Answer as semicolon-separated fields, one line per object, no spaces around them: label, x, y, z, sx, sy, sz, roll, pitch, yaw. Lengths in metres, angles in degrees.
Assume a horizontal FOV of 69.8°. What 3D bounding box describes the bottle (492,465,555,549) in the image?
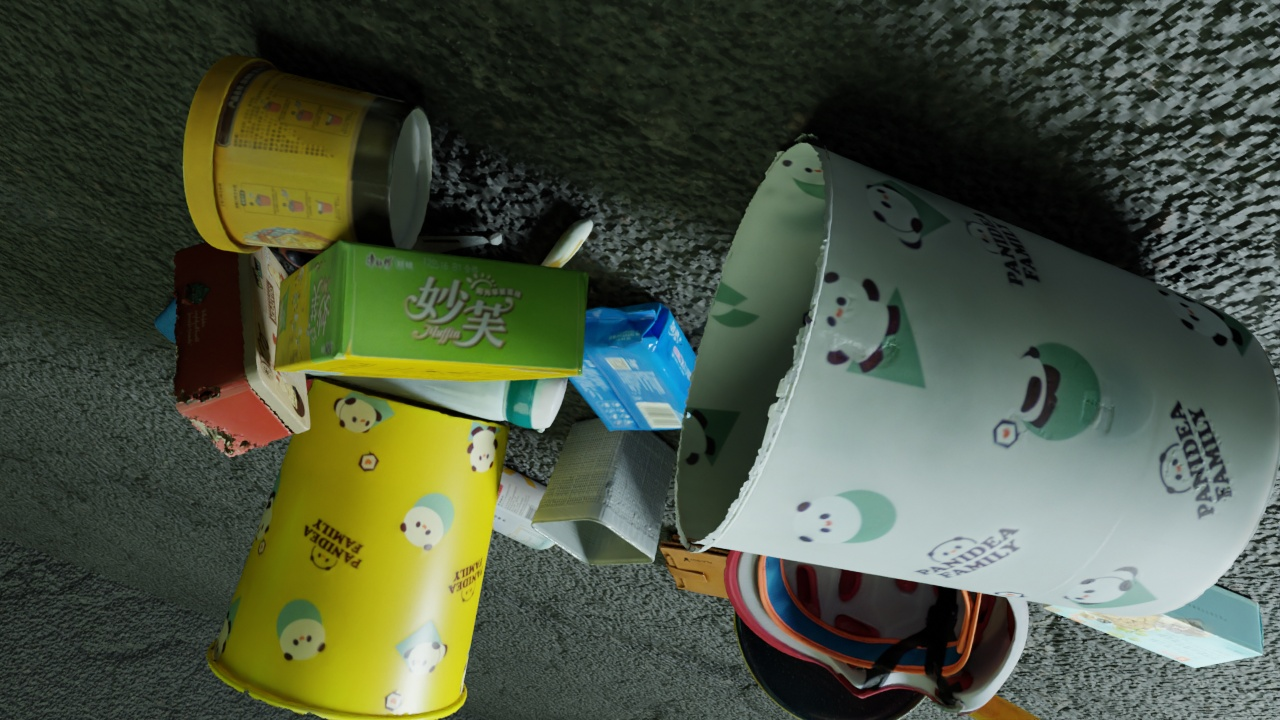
bottle;-0.169;0.144;1.006;0.189;0.067;0.068;30;147;-19

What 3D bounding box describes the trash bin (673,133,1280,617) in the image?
trash bin;0.170;0.024;0.508;0.252;0.229;0.230;16;150;-7

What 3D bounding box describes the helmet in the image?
helmet;0.206;0.169;0.776;0.240;0.143;0.207;2;119;31

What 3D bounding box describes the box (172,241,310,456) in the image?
box;-0.320;-0.014;0.720;0.080;0.168;0.091;-19;144;-2

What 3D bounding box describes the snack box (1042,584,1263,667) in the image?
snack box;0.459;0.221;0.827;0.175;0.051;0.074;22;148;-7

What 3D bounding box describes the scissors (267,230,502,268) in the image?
scissors;-0.204;-0.093;0.696;0.226;0.015;0.190;32;146;-22

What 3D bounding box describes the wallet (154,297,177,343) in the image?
wallet;-0.401;-0.027;0.881;0.106;0.040;0.133;43;142;-22

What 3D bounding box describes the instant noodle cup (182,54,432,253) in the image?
instant noodle cup;-0.196;-0.119;0.563;0.114;0.118;0.119;8;149;1

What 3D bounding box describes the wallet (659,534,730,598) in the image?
wallet;0.084;0.245;1.078;0.108;0.031;0.132;5;146;17

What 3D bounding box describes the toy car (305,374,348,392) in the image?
toy car;-0.310;0.050;0.965;0.049;0.031;0.106;-10;138;36

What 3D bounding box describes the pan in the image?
pan;0.253;0.278;0.833;0.357;0.197;0.078;31;160;13

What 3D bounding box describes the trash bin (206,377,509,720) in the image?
trash bin;-0.240;0.160;0.835;0.229;0.255;0.229;14;177;1

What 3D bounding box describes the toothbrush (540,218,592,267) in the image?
toothbrush;-0.077;-0.055;0.689;0.016;0.018;0.192;2;158;-28

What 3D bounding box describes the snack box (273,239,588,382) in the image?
snack box;-0.150;-0.024;0.624;0.157;0.070;0.210;5;175;-30

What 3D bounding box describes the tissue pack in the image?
tissue pack;-0.004;0.004;0.716;0.095;0.052;0.157;-2;144;26

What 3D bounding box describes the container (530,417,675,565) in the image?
container;-0.029;0.117;0.848;0.090;0.114;0.090;-12;139;39

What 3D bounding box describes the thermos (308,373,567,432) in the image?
thermos;-0.174;0.005;0.790;0.224;0.073;0.073;14;149;6
